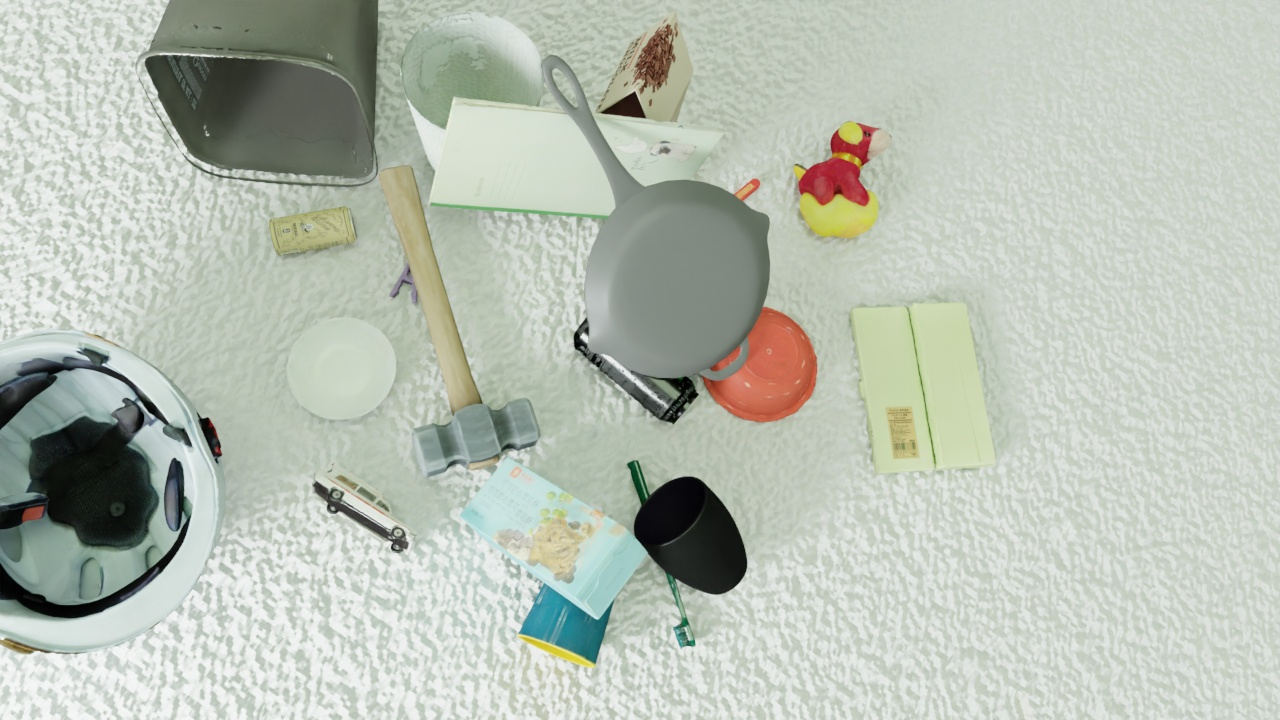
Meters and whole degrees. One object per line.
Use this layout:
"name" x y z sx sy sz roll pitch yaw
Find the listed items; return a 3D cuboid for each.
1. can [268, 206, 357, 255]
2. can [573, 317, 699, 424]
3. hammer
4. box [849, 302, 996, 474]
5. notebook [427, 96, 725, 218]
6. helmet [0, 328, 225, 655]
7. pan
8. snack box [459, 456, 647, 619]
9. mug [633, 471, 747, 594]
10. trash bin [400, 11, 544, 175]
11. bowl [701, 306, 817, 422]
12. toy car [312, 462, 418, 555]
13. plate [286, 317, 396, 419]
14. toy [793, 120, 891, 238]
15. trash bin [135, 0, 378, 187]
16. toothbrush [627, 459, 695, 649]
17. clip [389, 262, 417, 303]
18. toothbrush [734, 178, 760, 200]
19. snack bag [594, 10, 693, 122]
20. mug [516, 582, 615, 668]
"can" -0.334 -0.133 0.938 0.079 0.038 0.038 -12 76 -12
"can" -0.006 0.006 0.938 0.137 0.054 0.053 40 72 5
"hammer" -0.203 -0.047 0.921 0.117 0.051 0.322 -16 78 -17
"box" 0.304 0.028 0.995 0.137 0.024 0.187 -2 74 -6
"notebook" -0.069 -0.187 0.895 0.252 0.182 0.010 1 70 -20
"helmet" -0.471 0.113 0.782 0.236 0.164 0.264 -40 89 -13
"pan" 0.011 -0.120 0.847 0.216 0.024 0.354 -37 115 -7
"snack box" -0.082 0.158 0.836 0.175 0.053 0.074 24 66 39
"mug" 0.055 0.164 0.889 0.085 0.118 0.100 -29 119 18
"trash bin" -0.167 -0.246 0.931 0.133 0.161 0.133 2 73 -8
"bowl" 0.130 -0.003 0.965 0.130 0.045 0.130 2 73 -8
"toy car" -0.258 0.140 0.873 0.113 0.039 0.038 31 51 1
"plate" -0.293 0.010 0.909 0.104 0.026 0.104 2 73 -7
"toy" 0.224 -0.204 1.034 0.105 0.067 0.137 17 84 -1
"trash bin" -0.357 -0.323 0.918 0.197 0.198 0.219 3 67 -6
"toothbrush" 0.018 0.190 0.908 0.017 0.016 0.189 -16 76 -8
"clip" -0.238 -0.080 0.952 0.046 0.014 0.050 41 75 4
"toothbrush" 0.060 -0.141 1.002 0.212 0.018 0.012 -41 78 -20
"snack bag" -0.001 -0.254 0.933 0.070 0.207 0.094 24 72 -1
"mug" -0.056 0.215 0.861 0.078 0.078 0.121 23 67 -1
